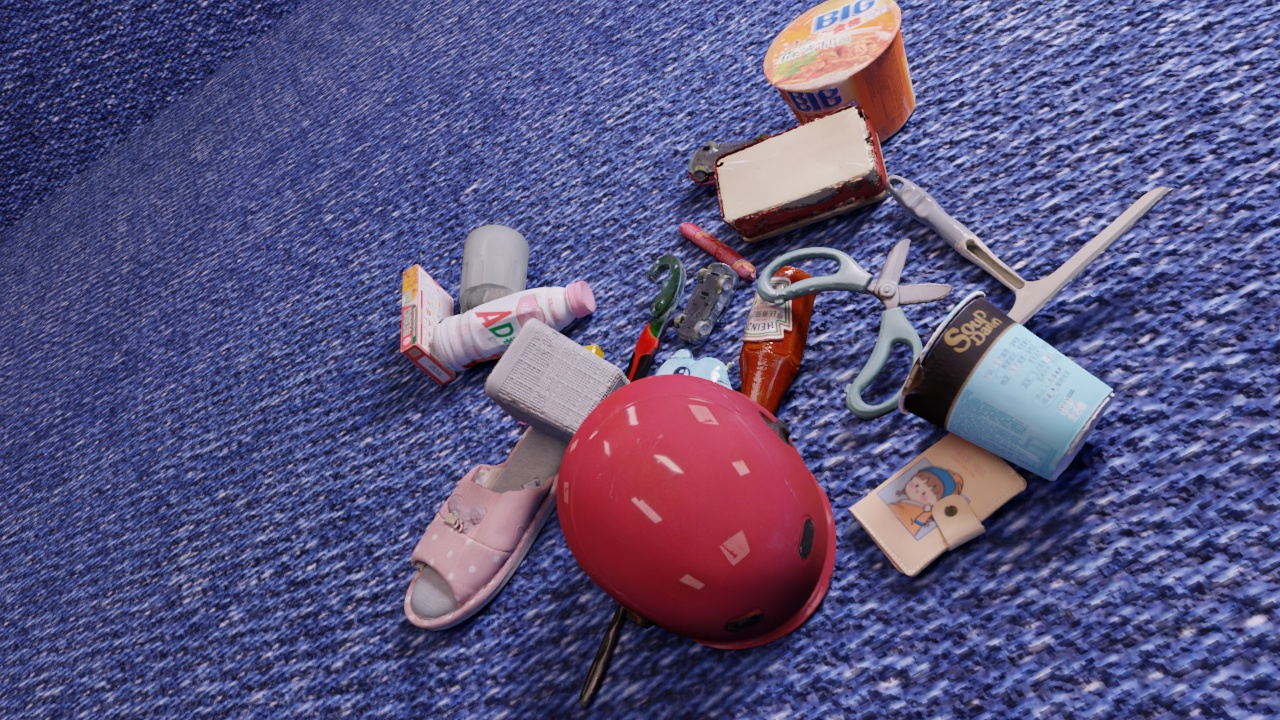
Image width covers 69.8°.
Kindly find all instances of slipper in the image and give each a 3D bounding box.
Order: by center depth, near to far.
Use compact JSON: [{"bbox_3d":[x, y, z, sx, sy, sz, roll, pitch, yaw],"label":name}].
[{"bbox_3d":[-0.147,0.148,0.928,0.114,0.054,0.274,22,69,45],"label":"slipper"}]

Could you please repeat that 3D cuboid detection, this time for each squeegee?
[{"bbox_3d":[0.296,-0.105,0.832,0.247,0.039,0.246,-47,38,14],"label":"squeegee"}]

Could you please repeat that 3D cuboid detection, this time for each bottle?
[{"bbox_3d":[0.116,0.010,0.852,0.060,0.060,0.205,0,62,36],"label":"bottle"},{"bbox_3d":[-0.149,-0.046,1.088,0.197,0.068,0.068,-19,46,19],"label":"bottle"}]

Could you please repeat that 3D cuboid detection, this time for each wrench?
[{"bbox_3d":[-0.006,0.006,0.956,0.056,0.016,0.272,-3,60,46],"label":"wrench"}]

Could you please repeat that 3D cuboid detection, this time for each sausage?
[{"bbox_3d":[0.085,-0.123,1.016,0.020,0.020,0.156,-43,42,-3],"label":"sausage"}]

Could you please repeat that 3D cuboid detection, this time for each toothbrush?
[{"bbox_3d":[-0.016,0.215,0.806,0.016,0.018,0.180,5,60,35],"label":"toothbrush"}]

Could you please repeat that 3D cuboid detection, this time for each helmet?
[{"bbox_3d":[0.030,0.113,0.736,0.240,0.144,0.207,37,90,36],"label":"helmet"}]

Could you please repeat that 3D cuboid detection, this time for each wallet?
[{"bbox_3d":[0.230,0.110,0.710,0.115,0.024,0.087,-37,37,2],"label":"wallet"}]

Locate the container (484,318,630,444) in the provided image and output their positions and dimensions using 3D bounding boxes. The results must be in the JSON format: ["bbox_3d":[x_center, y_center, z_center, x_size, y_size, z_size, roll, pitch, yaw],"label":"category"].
[{"bbox_3d":[-0.073,0.031,0.901,0.114,0.090,0.090,26,77,25],"label":"container"}]

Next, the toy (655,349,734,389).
[{"bbox_3d":[0.033,0.060,0.876,0.156,0.050,0.161,-32,44,16],"label":"toy"}]

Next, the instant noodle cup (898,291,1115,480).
[{"bbox_3d":[0.273,0.026,0.680,0.120,0.111,0.111,37,80,27],"label":"instant noodle cup"}]

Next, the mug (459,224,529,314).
[{"bbox_3d":[-0.194,-0.094,1.162,0.124,0.083,0.103,-45,35,38],"label":"mug"}]

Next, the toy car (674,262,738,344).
[{"bbox_3d":[0.070,-0.059,0.960,0.043,0.034,0.090,23,85,47],"label":"toy car"}]

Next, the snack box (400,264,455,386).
[{"bbox_3d":[-0.269,-0.047,1.167,0.027,0.077,0.155,-28,43,14],"label":"snack box"}]

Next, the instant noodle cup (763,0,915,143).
[{"bbox_3d":[0.224,-0.305,0.999,0.152,0.111,0.151,-20,46,22],"label":"instant noodle cup"}]

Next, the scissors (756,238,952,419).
[{"bbox_3d":[0.182,-0.032,0.810,0.174,0.019,0.169,5,72,18],"label":"scissors"}]

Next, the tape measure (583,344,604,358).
[{"bbox_3d":[-0.068,0.015,1.003,0.057,0.029,0.059,-10,50,28],"label":"tape measure"}]

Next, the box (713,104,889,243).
[{"bbox_3d":[0.163,-0.192,0.954,0.169,0.079,0.091,-17,71,26],"label":"box"}]

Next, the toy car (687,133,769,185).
[{"bbox_3d":[0.113,-0.226,1.063,0.121,0.045,0.052,4,57,32],"label":"toy car"}]

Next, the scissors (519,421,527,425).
[{"bbox_3d":[-0.143,0.032,1.056,0.135,0.017,0.063,30,87,51],"label":"scissors"}]
